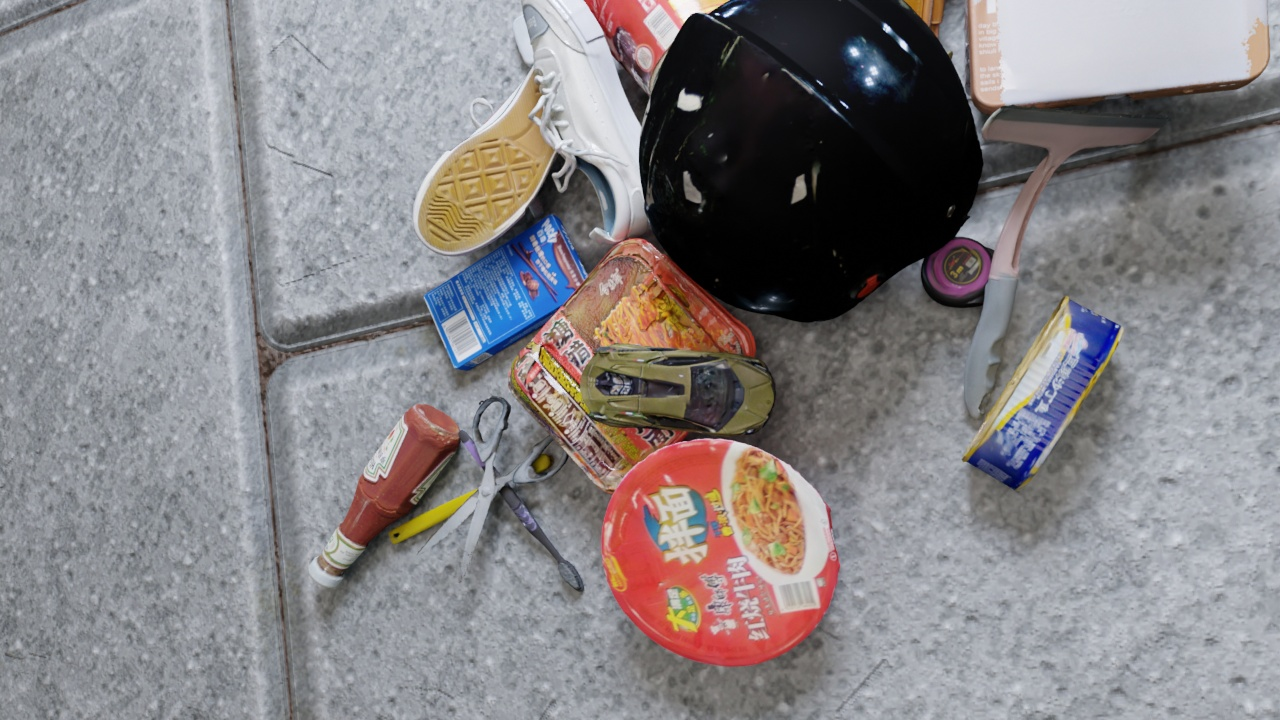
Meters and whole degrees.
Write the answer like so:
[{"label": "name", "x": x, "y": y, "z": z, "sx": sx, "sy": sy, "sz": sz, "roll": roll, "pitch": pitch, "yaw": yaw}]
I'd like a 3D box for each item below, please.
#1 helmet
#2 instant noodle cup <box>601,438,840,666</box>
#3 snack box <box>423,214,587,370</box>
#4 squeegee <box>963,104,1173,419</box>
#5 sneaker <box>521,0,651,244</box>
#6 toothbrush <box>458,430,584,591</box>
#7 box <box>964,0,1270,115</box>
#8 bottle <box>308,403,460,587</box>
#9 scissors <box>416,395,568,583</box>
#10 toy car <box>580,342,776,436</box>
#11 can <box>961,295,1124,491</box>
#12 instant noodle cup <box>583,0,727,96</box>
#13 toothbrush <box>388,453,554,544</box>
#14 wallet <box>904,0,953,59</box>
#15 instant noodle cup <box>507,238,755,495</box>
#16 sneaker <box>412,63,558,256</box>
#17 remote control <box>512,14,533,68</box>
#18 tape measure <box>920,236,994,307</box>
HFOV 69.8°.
[{"label": "helmet", "x": 0.108, "y": -0.151, "z": 0.703, "sx": 0.233, "sy": 0.229, "sz": 0.275, "roll": 46, "pitch": 128, "yaw": 31}, {"label": "instant noodle cup", "x": 0.068, "y": 0.151, "z": 0.760, "sx": 0.194, "sy": 0.065, "sz": 0.194, "roll": 3, "pitch": 101, "yaw": 16}, {"label": "snack box", "x": -0.127, "y": -0.064, "z": 0.885, "sx": 0.157, "sy": 0.026, "sz": 0.084, "roll": -30, "pitch": 76, "yaw": 14}, {"label": "squeegee", "x": 0.285, "y": -0.070, "z": 0.699, "sx": 0.040, "sy": 0.247, "sz": 0.250, "roll": 35, "pitch": 123, "yaw": 42}, {"label": "sneaker", "x": -0.057, "y": -0.214, "z": 0.802, "sx": 0.090, "sy": 0.089, "sz": 0.242, "roll": -31, "pitch": 101, "yaw": -15}, {"label": "toothbrush", "x": -0.113, "y": 0.139, "z": 0.854, "sx": 0.014, "sy": 0.016, "sz": 0.189, "roll": -40, "pitch": 82, "yaw": 6}, {"label": "box", "x": 0.323, "y": -0.241, "z": 0.641, "sx": 0.183, "sy": 0.153, "sz": 0.180, "roll": 0, "pitch": 53, "yaw": 19}, {"label": "bottle", "x": -0.254, "y": 0.135, "z": 0.893, "sx": 0.060, "sy": 0.059, "sz": 0.206, "roll": 41, "pitch": 100, "yaw": 18}, {"label": "scissors", "x": -0.139, "y": 0.116, "z": 0.849, "sx": 0.175, "sy": 0.014, "sz": 0.159, "roll": -16, "pitch": 81, "yaw": 7}, {"label": "toy car", "x": 0.029, "y": 0.023, "z": 0.734, "sx": 0.158, "sy": 0.042, "sz": 0.070, "roll": 3, "pitch": 91, "yaw": 16}, {"label": "can", "x": 0.306, "y": 0.026, "z": 0.700, "sx": 0.049, "sy": 0.074, "sz": 0.148, "roll": 32, "pitch": 95, "yaw": 17}, {"label": "instant noodle cup", "x": 0.025, "y": -0.295, "z": 0.793, "sx": 0.138, "sy": 0.137, "sz": 0.108, "roll": -36, "pitch": 73, "yaw": 13}, {"label": "toothbrush", "x": -0.164, "y": 0.134, "z": 0.886, "sx": 0.190, "sy": 0.016, "sz": 0.015, "roll": -28, "pitch": 77, "yaw": 16}, {"label": "wallet", "x": 0.202, "y": -0.294, "z": 0.760, "sx": 0.119, "sy": 0.035, "sz": 0.131, "roll": 6, "pitch": 119, "yaw": 15}, {"label": "instant noodle cup", "x": -0.005, "y": 0.005, "z": 0.808, "sx": 0.189, "sy": 0.079, "sz": 0.164, "roll": -47, "pitch": 73, "yaw": 11}, {"label": "sneaker", "x": -0.126, "y": -0.192, "z": 0.866, "sx": 0.118, "sy": 0.088, "sz": 0.240, "roll": 37, "pitch": 76, "yaw": -11}, {"label": "remote control", "x": -0.061, "y": -0.337, "z": 0.892, "sx": 0.136, "sy": 0.020, "sz": 0.056, "roll": -23, "pitch": 78, "yaw": 16}, {"label": "tape measure", "x": 0.258, "y": -0.071, "z": 0.745, "sx": 0.058, "sy": 0.039, "sz": 0.057, "roll": 21, "pitch": 91, "yaw": 15}]
